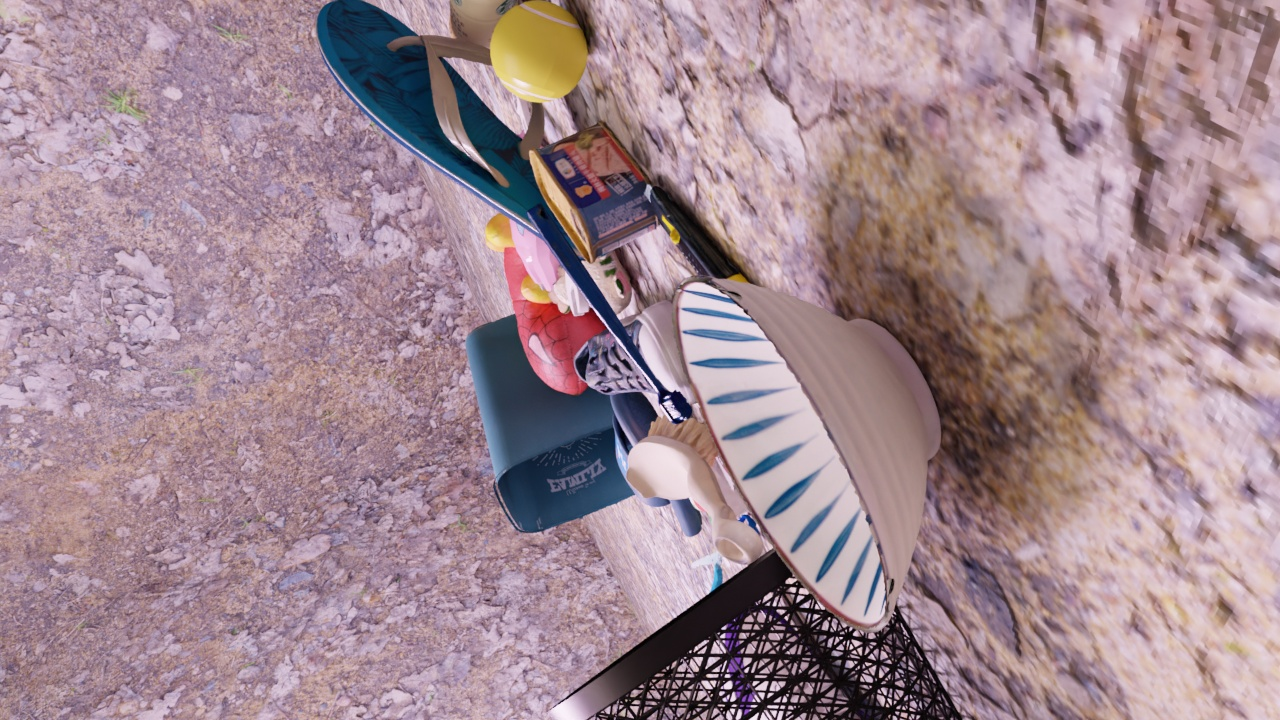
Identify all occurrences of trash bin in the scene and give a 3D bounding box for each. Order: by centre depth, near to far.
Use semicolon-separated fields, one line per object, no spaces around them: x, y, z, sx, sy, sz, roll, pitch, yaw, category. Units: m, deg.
0.102;0.249;0.545;0.243;0.216;0.217;54;167;13;trash bin
-0.110;0.062;1.154;0.199;0.196;0.218;82;166;-57;trash bin

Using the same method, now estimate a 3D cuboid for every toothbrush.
-0.021;-0.033;0.661;0.190;0.016;0.017;55;145;-7;toothbrush

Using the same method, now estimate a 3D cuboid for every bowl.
0.087;0.028;0.424;0.177;0.070;0.177;60;168;21;bowl

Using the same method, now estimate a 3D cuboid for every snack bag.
0.059;0.096;0.801;0.077;0.036;0.116;64;169;1;snack bag

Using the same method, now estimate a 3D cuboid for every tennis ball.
-0.068;-0.208;0.620;0.065;0.065;0.065;60;169;20;tennis ball

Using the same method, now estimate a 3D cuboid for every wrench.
-0.082;-0.150;0.808;0.047;0.009;0.273;101;155;-56;wrench

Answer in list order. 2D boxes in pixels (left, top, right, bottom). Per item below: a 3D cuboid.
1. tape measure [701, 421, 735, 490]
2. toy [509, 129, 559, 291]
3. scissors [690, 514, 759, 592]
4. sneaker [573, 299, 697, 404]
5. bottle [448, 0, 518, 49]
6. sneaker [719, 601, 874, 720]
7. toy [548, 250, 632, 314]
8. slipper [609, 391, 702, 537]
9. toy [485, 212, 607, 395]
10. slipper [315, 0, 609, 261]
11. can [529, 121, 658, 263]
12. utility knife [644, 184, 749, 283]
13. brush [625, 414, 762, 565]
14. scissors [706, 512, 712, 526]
0.073;0.070;0.715;0.060;0.020;0.062;63;169;5;tape measure
-0.095;-0.147;0.894;0.157;0.067;0.123;71;166;-15;toy
0.076;0.182;0.846;0.133;0.014;0.127;128;148;-52;scissors
-0.005;0.004;0.775;0.087;0.079;0.236;65;169;-6;sneaker
-0.121;-0.287;0.706;0.056;0.056;0.162;64;169;-1;bottle
0.142;0.301;0.760;0.244;0.091;0.111;56;163;29;sneaker
-0.044;-0.078;0.823;0.087;0.050;0.112;55;156;-4;toy
0.012;0.110;0.918;0.103;0.059;0.214;-115;-2;-47;slipper
-0.100;-0.065;1.015;0.147;0.099;0.216;-117;3;-82;toy
-0.129;-0.190;0.723;0.295;0.118;0.060;39;133;-8;slipper
-0.034;-0.124;0.669;0.099;0.059;0.054;57;168;33;can
0.041;-0.062;0.573;0.174;0.020;0.029;57;165;38;utility knife
0.039;0.085;0.618;0.062;0.077;0.272;33;179;-9;brush
0.069;0.146;0.934;0.127;0.011;0.125;67;169;-6;scissors
